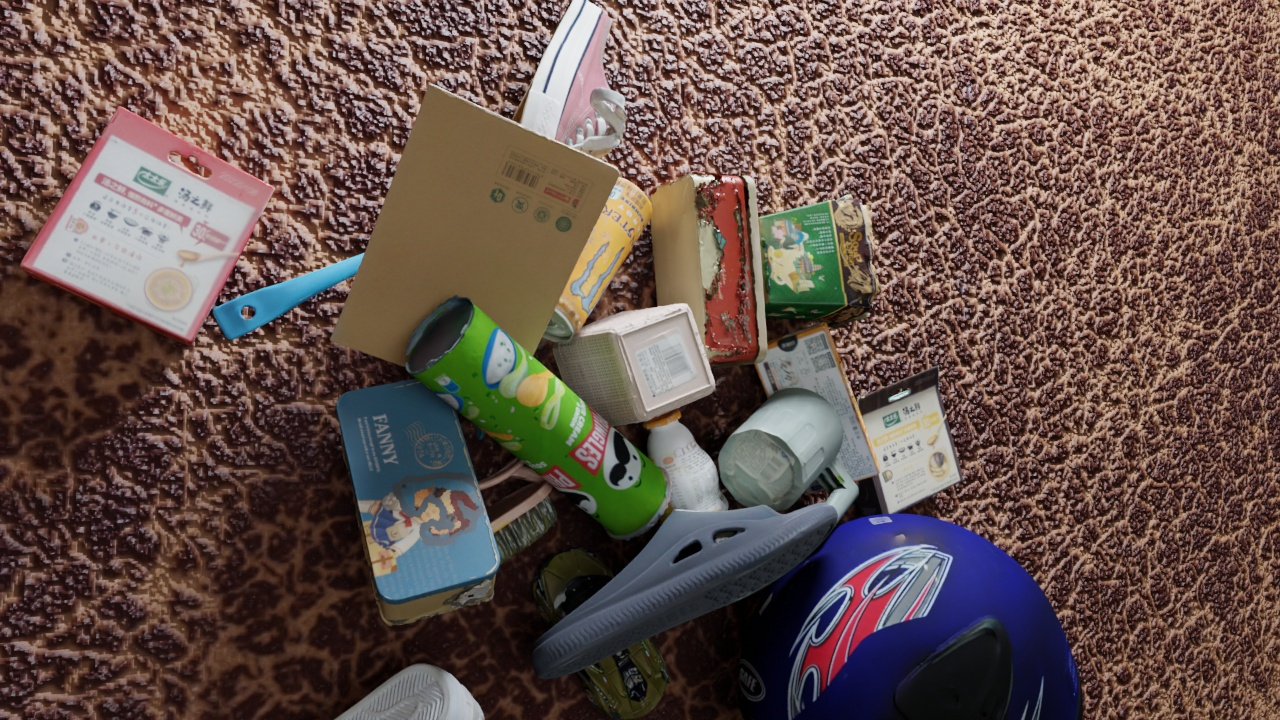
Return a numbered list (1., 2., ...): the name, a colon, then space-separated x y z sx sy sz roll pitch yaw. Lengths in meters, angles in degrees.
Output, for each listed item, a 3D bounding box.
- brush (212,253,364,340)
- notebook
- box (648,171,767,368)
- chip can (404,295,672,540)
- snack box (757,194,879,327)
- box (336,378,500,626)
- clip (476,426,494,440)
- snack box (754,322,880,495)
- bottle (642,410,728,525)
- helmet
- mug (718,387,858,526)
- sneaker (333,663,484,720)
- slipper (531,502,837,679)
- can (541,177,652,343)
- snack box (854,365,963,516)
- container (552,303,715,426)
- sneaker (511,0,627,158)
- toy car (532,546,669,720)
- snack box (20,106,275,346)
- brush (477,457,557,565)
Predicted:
1. brush: -0.202 -0.083 0.707 0.254 0.046 0.083 -32 102 -31
2. notebook: -0.124 -0.077 0.680 0.147 0.008 0.208 21 111 -18
3. box: 0.052 -0.078 0.814 0.080 0.091 0.168 -3 87 -30
4. chip can: -0.074 0.050 0.709 0.236 0.072 0.072 44 68 -31
5. snack box: 0.145 -0.090 0.860 0.105 0.118 0.118 -5 85 -15
6. box: -0.166 0.094 0.671 0.089 0.059 0.184 -13 62 -22
7. clip: -0.123 0.039 0.760 0.043 0.014 0.056 5 84 -26
8. snack box: 0.167 0.047 0.874 0.075 0.026 0.154 -20 97 18
9. bottle: 0.035 0.100 0.807 0.063 0.063 0.108 -22 96 -26
10. helmet: 0.202 0.278 0.783 0.240 0.247 0.315 40 80 -3
11. mug: 0.138 0.095 0.819 0.124 0.084 0.103 51 34 5
12. sneaker: -0.218 0.318 0.661 0.242 0.089 0.091 -38 144 -9
13. slipper: 0.028 0.160 0.724 0.268 0.111 0.083 -25 67 -7
14. can: -0.046 -0.087 0.774 0.058 0.058 0.145 40 62 -19
15. snack box: 0.261 0.082 0.927 0.113 0.053 0.125 -19 94 -26
16. container: -0.005 0.004 0.768 0.089 0.111 0.090 -21 95 -26
17. sneaker: -0.054 -0.199 0.750 0.088 0.119 0.240 25 55 -15
18. toy car: -0.034 0.232 0.777 0.070 0.042 0.158 -35 99 -25
19. snack box: -0.341 -0.091 0.644 0.113 0.044 0.127 29 75 -21
20. brush: -0.131 0.132 0.722 0.145 0.063 0.073 -33 97 -26
